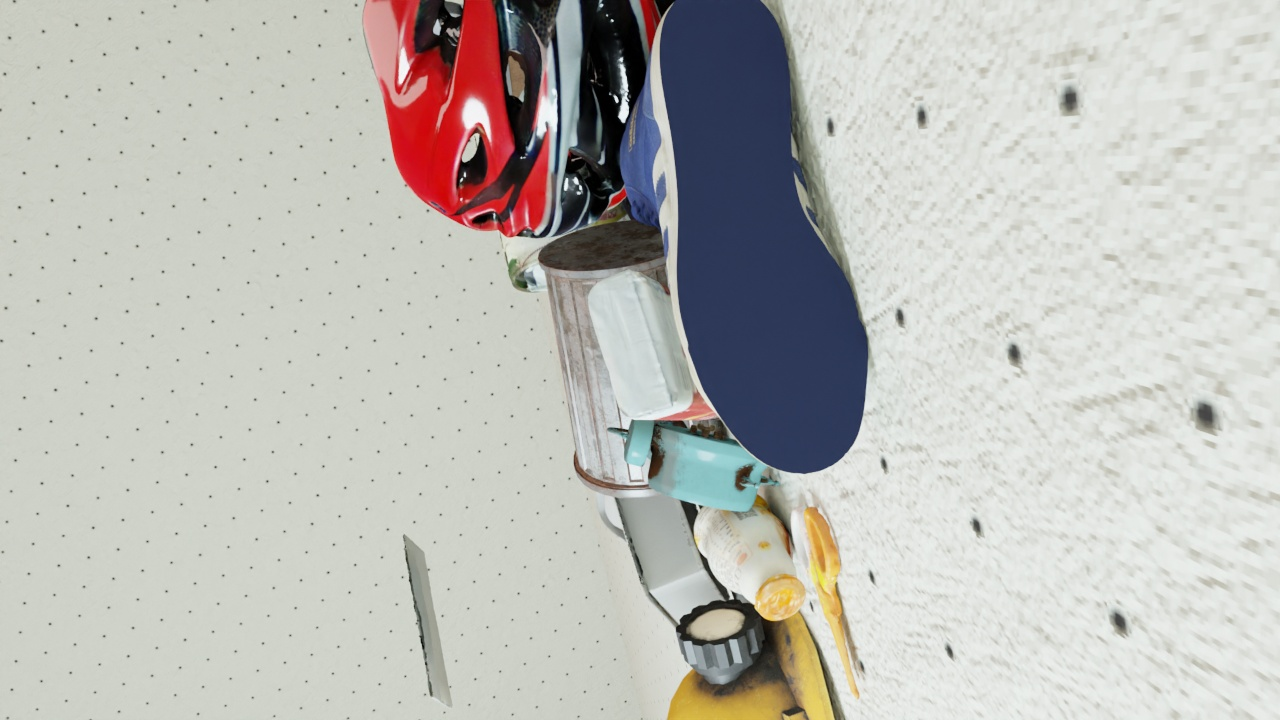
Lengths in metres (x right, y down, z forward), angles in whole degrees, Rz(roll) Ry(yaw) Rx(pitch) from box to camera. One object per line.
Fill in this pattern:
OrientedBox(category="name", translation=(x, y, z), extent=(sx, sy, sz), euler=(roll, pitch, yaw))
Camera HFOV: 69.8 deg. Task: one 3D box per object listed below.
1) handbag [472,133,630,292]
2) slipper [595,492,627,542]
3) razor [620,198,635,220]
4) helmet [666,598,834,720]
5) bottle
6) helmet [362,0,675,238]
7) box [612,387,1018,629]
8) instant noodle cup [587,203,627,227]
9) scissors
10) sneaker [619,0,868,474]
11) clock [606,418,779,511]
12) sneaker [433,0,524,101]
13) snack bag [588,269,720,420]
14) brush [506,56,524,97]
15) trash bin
OrientedBox(category="handbag", translation=(-0.087, -0.180, 0.932), extent=(0.096, 0.142, 0.198), euler=(106, 147, -70))
OrientedBox(category="slipper", translation=(0.017, 0.199, 1.112), extent=(0.247, 0.074, 0.112), euler=(22, 134, 67))
OrientedBox(category="razor", translation=(0.002, -0.144, 0.759), extent=(0.143, 0.052, 0.047), euler=(70, -176, -75))
OrientedBox(category="helmet", translation=(0.082, 0.322, 0.733), extent=(0.205, 0.131, 0.255), euler=(-139, 34, -74))
OrientedBox(category="bottle", translation=(0.081, 0.141, 0.663), extent=(0.108, 0.063, 0.063), euler=(-124, 21, -62))
OrientedBox(category="helmet", translation=(-0.059, -0.185, 0.581), extent=(0.167, 0.217, 0.272), euler=(26, 157, 12))
OrientedBox(category="box", translation=(0.173, 0.125, 0.898), extent=(0.172, 0.403, 0.168), euler=(87, 165, -56))
OrientedBox(category="instant noodle cup", translation=(-0.043, -0.188, 0.812), extent=(0.108, 0.102, 0.102), euler=(110, 146, -59))
OrientedBox(category="scissors", translation=(0.120, 0.156, 0.595), extent=(0.070, 0.013, 0.130), euler=(172, 84, -82))
OrientedBox(category="sneaker", translation=(0.040, -0.058, 0.483), extent=(0.118, 0.091, 0.233), euler=(170, 86, -77))
OrientedBox(category="clock", translation=(0.033, 0.068, 0.650), extent=(0.090, 0.124, 0.053), euler=(16, -93, -66))
OrientedBox(category="sneaker", translation=(-0.133, -0.320, 0.864), extent=(0.089, 0.124, 0.239), euler=(114, 158, -55))
OrientedBox(category="snack bag", translation=(0.027, -0.002, 0.572), extent=(0.225, 0.041, 0.077), euler=(15, -122, -75))
OrientedBox(category="brush", translation=(-0.087, -0.248, 0.798), extent=(0.008, 0.143, 0.045), euler=(143, 121, -79))
OrientedBox(category="trash bin", translation=(-0.004, 0.004, 0.753), extent=(0.130, 0.130, 0.211), euler=(-122, 21, -64))
